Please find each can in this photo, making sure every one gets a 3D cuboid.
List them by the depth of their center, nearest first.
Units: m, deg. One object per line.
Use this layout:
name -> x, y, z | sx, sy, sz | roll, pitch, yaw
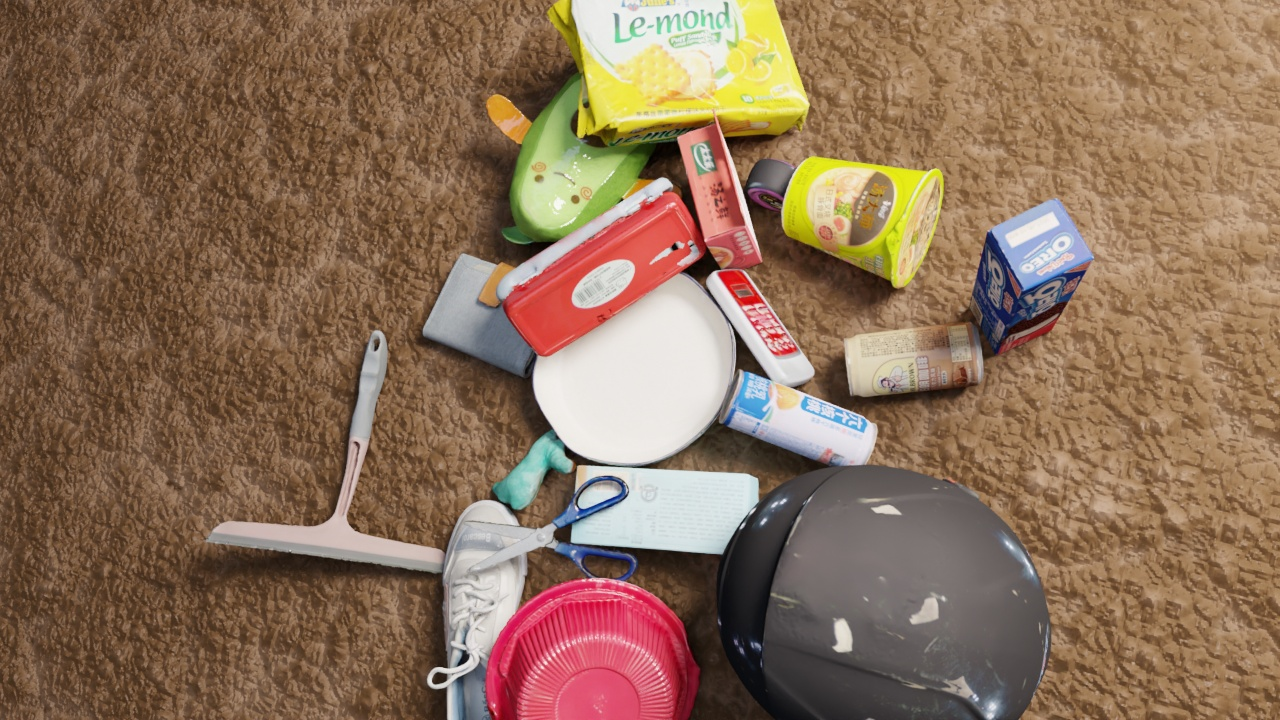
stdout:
can -> 0.143, 0.056, 0.834 | 0.134, 0.053, 0.053 | 21, 83, -1
can -> 0.247, 0.000, 0.835 | 0.116, 0.058, 0.058 | -6, 76, 15

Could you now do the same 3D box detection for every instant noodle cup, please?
instant noodle cup -> -0.039, 0.293, 0.805 | 0.193, 0.066, 0.194 | 0, 94, -7
instant noodle cup -> 0.203, -0.138, 0.860 | 0.123, 0.111, 0.111 | 22, 84, 27

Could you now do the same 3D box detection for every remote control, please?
remote control -> 0.115, -0.033, 0.883 | 0.020, 0.055, 0.136 | -47, 65, 36

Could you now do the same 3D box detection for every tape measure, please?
tape measure -> 0.135, -0.175, 0.909 | 0.057, 0.058, 0.039 | 19, 83, 22

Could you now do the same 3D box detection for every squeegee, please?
squeegee -> -0.305, 0.089, 0.985 | 0.248, 0.040, 0.249 | 8, 74, 2

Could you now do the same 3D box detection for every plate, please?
plate -> -0.005, 0.005, 0.914 | 0.205, 0.045, 0.204 | -4, 76, 16

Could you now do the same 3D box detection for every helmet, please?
helmet -> 0.192, 0.200, 0.719 | 0.275, 0.230, 0.233 | 12, 83, 12

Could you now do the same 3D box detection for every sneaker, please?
sneaker -> -0.160, 0.254, 0.877 | 0.089, 0.090, 0.242 | -7, 75, 13

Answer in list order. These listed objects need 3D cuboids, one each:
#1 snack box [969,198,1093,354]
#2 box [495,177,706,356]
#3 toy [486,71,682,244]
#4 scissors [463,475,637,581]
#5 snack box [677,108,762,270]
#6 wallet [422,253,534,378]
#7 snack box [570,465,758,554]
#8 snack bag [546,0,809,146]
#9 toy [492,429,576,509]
snack box -> 0.312, -0.061, 0.750 | 0.058, 0.207, 0.057 | -25, 71, 9
box -> -0.045, -0.103, 0.897 | 0.201, 0.095, 0.098 | -33, 34, 5
toy -> -0.055, -0.223, 0.955 | 0.227, 0.090, 0.246 | 28, 82, 7
scissors -> -0.077, 0.159, 0.852 | 0.162, 0.012, 0.163 | 31, 85, 12
snack box -> 0.075, -0.158, 0.885 | 0.044, 0.127, 0.113 | -17, 73, 11
wallet -> -0.157, -0.052, 0.976 | 0.130, 0.037, 0.106 | 21, 85, 19
snack box -> 0.023, 0.142, 0.870 | 0.175, 0.051, 0.074 | 1, 79, 17
snack bag -> 0.042, -0.288, 0.909 | 0.246, 0.068, 0.158 | -8, 72, -19
toy -> -0.103, 0.109, 0.916 | 0.091, 0.030, 0.096 | -54, 33, -12
